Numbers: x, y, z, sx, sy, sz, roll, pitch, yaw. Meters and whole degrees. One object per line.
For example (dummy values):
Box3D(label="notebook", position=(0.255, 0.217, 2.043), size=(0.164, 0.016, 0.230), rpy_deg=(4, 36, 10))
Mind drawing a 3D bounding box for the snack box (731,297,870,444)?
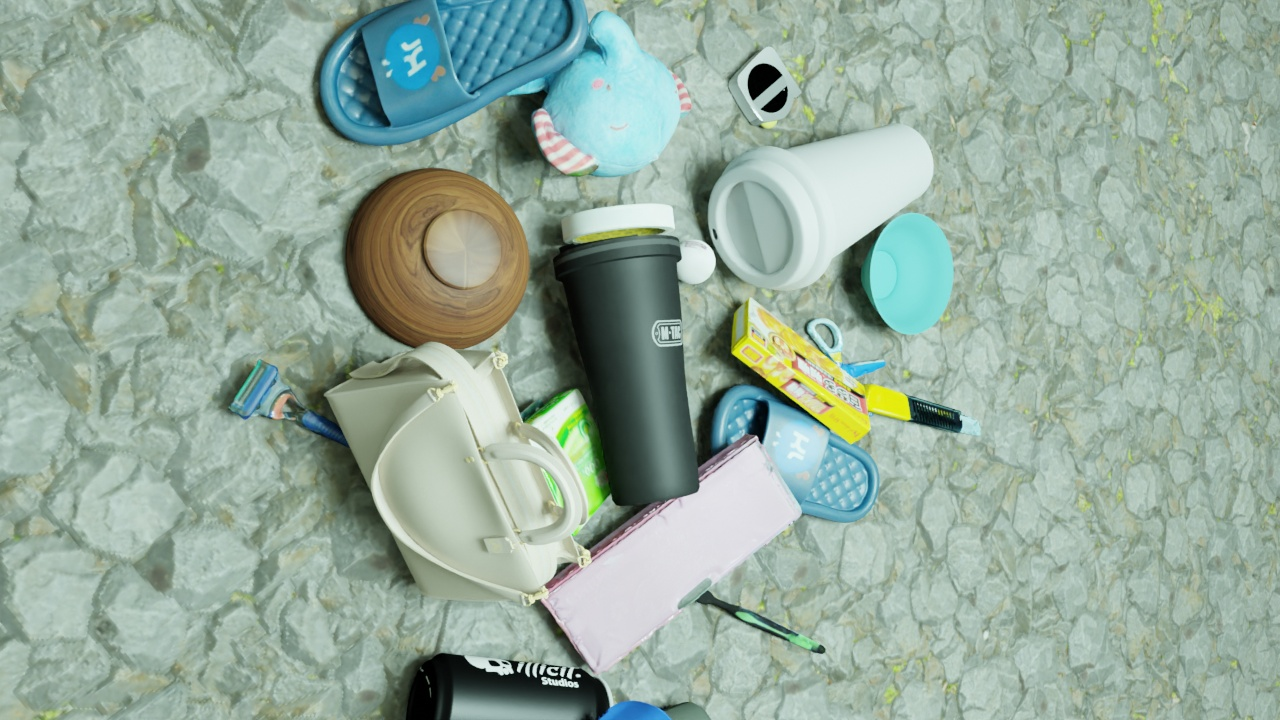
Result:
Box3D(label="snack box", position=(0.150, 0.009, 0.857), size=(0.152, 0.025, 0.075), rpy_deg=(36, 30, -15))

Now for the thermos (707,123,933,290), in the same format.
Box3D(label="thermos", position=(0.179, -0.157, 0.866), size=(0.221, 0.132, 0.131), rpy_deg=(-28, 101, -34))

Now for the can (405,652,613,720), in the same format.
Box3D(label="can", position=(-0.101, 0.275, 0.712), size=(0.146, 0.080, 0.080), rpy_deg=(16, 80, -27))

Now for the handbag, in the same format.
Box3D(label="handbag", position=(-0.110, 0.079, 0.636), size=(0.101, 0.198, 0.195), rpy_deg=(-34, 110, -40))

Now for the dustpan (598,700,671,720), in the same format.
Box3D(label="dustpan", position=(-0.049, 0.406, 0.717), size=(0.257, 0.059, 0.246), rpy_deg=(-37, 126, -14))

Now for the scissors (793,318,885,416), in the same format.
Box3D(label="scissors", position=(0.199, 0.007, 0.928), size=(0.125, 0.016, 0.125), rpy_deg=(-11, 98, -29))

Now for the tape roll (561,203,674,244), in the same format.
Box3D(label="tape roll", position=(-0.019, -0.113, 0.766), size=(0.093, 0.094, 0.019), rpy_deg=(-7, 91, -29))

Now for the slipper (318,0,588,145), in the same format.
Box3D(label="slipper", position=(-0.144, -0.238, 0.691), size=(0.214, 0.059, 0.103), rpy_deg=(-22, 85, 0))

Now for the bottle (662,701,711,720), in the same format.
Box3D(label="bottle", position=(0.009, 0.335, 0.781), size=(0.108, 0.060, 0.060), rpy_deg=(-9, 92, -29))

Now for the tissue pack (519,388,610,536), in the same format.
Box3D(label="tissue pack", position=(-0.063, 0.081, 0.742), size=(0.099, 0.034, 0.113), rpy_deg=(65, 29, -10))

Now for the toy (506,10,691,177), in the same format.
Box3D(label="toy", position=(-0.040, -0.240, 0.760), size=(0.182, 0.115, 0.180), rpy_deg=(-39, 94, -35))

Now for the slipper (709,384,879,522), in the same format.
Box3D(label="slipper", position=(0.152, 0.098, 0.871), size=(0.213, 0.059, 0.103), rpy_deg=(27, 78, -26))

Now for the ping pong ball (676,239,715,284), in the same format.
Box3D(label="ping pong ball", position=(0.048, -0.089, 0.831), size=(0.040, 0.040, 0.040), rpy_deg=(1, 87, -29))

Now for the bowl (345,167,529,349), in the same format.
Box3D(label="bowl", position=(-0.146, -0.082, 0.709), size=(0.147, 0.069, 0.147), rpy_deg=(1, 87, -29))

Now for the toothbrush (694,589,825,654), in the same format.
Box3D(label="toothbrush", position=(0.109, 0.246, 0.869), size=(0.188, 0.017, 0.014), rpy_deg=(31, 78, -27))

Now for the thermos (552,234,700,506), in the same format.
Box3D(label="thermos", position=(-0.004, 0.004, 0.753), size=(0.105, 0.106, 0.218), rpy_deg=(-8, 87, -29))

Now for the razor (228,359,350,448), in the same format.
Box3D(label="razor", position=(-0.233, 0.053, 0.686), size=(0.141, 0.018, 0.043), rpy_deg=(36, 75, -26))

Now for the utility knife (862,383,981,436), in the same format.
Box3D(label="utility knife", position=(0.302, 0.056, 0.974), size=(0.197, 0.020, 0.028), rpy_deg=(15, 87, -32))

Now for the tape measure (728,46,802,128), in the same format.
Box3D(label="tape measure", position=(0.122, -0.263, 0.893), size=(0.064, 0.017, 0.064), rpy_deg=(-45, 108, -23))

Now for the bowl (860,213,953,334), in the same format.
Box3D(label="bowl", position=(0.262, -0.088, 0.941), size=(0.121, 0.046, 0.121), rpy_deg=(-3, 95, -32))

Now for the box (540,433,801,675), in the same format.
Box3D(label="box", position=(0.029, 0.163, 0.788), size=(0.232, 0.041, 0.098), rpy_deg=(-34, 105, -14))
